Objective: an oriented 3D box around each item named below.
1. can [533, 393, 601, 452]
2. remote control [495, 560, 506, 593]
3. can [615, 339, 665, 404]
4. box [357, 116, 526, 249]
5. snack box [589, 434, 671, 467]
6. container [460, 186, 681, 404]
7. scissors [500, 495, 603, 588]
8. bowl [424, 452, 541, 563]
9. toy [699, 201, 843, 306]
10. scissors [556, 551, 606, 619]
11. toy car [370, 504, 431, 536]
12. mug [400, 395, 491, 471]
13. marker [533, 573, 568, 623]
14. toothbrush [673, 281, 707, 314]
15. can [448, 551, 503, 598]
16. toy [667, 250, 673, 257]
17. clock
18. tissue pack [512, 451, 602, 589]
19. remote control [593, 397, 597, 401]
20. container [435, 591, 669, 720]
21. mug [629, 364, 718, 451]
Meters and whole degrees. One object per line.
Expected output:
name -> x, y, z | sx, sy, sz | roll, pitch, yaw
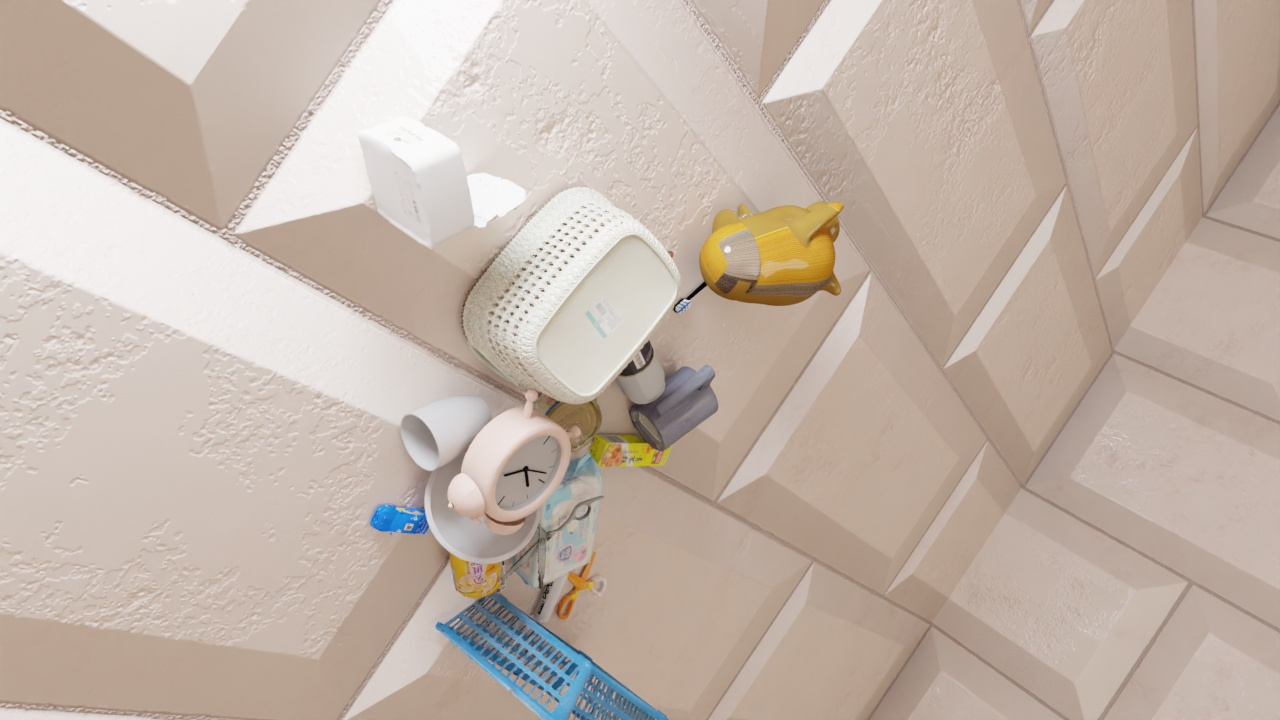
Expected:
can -> -0.098, 0.076, 1.202 | 0.086, 0.043, 0.086 | -16, 125, -25
remote control -> -0.203, 0.277, 1.267 | 0.028, 0.012, 0.124 | -25, 132, -33
can -> -0.007, 0.007, 1.245 | 0.064, 0.064, 0.127 | -44, 140, -16
box -> -0.181, -0.178, 0.899 | 0.136, 0.109, 0.126 | -31, 137, -27
snack box -> -0.014, 0.133, 1.353 | 0.147, 0.029, 0.040 | 5, 112, -48
container -> -0.073, -0.070, 1.060 | 0.246, 0.143, 0.184 | -51, 128, -8
scissors -> -0.118, 0.230, 1.218 | 0.173, 0.014, 0.142 | -29, 122, -20
bowl -> -0.199, 0.178, 1.138 | 0.149, 0.043, 0.149 | 9, 70, -26
toy -> 0.168, -0.147, 1.264 | 0.202, 0.162, 0.199 | -11, 152, -33
scissors -> -0.089, 0.352, 1.441 | 0.127, 0.011, 0.125 | 6, 113, -50
toy car -> -0.271, 0.205, 1.105 | 0.092, 0.062, 0.033 | 19, 101, -51
mug -> -0.228, 0.088, 1.077 | 0.089, 0.071, 0.107 | -28, 162, -43
marker -> -0.128, 0.336, 1.378 | 0.025, 0.025, 0.126 | 9, 109, -49
toothbrush -> 0.108, -0.122, 1.318 | 0.167, 0.014, 0.014 | -42, 128, -17
can -> -0.215, 0.252, 1.194 | 0.067, 0.068, 0.105 | -26, 133, -33
toy -> 0.010, -0.101, 1.206 | 0.084, 0.046, 0.104 | -21, 134, -44
clock -> -0.153, 0.119, 1.079 | 0.160, 0.086, 0.131 | -59, 148, -11
tissue pack -> -0.114, 0.222, 1.278 | 0.111, 0.070, 0.182 | -15, 125, -39
remote control -> -0.073, 0.048, 1.244 | 0.033, 0.013, 0.137 | -18, 128, -38
container -> -0.103, 0.463, 1.314 | 0.089, 0.257, 0.362 | -54, 142, -15
mug -> 0.051, 0.063, 1.314 | 0.103, 0.084, 0.124 | -36, 168, -22
